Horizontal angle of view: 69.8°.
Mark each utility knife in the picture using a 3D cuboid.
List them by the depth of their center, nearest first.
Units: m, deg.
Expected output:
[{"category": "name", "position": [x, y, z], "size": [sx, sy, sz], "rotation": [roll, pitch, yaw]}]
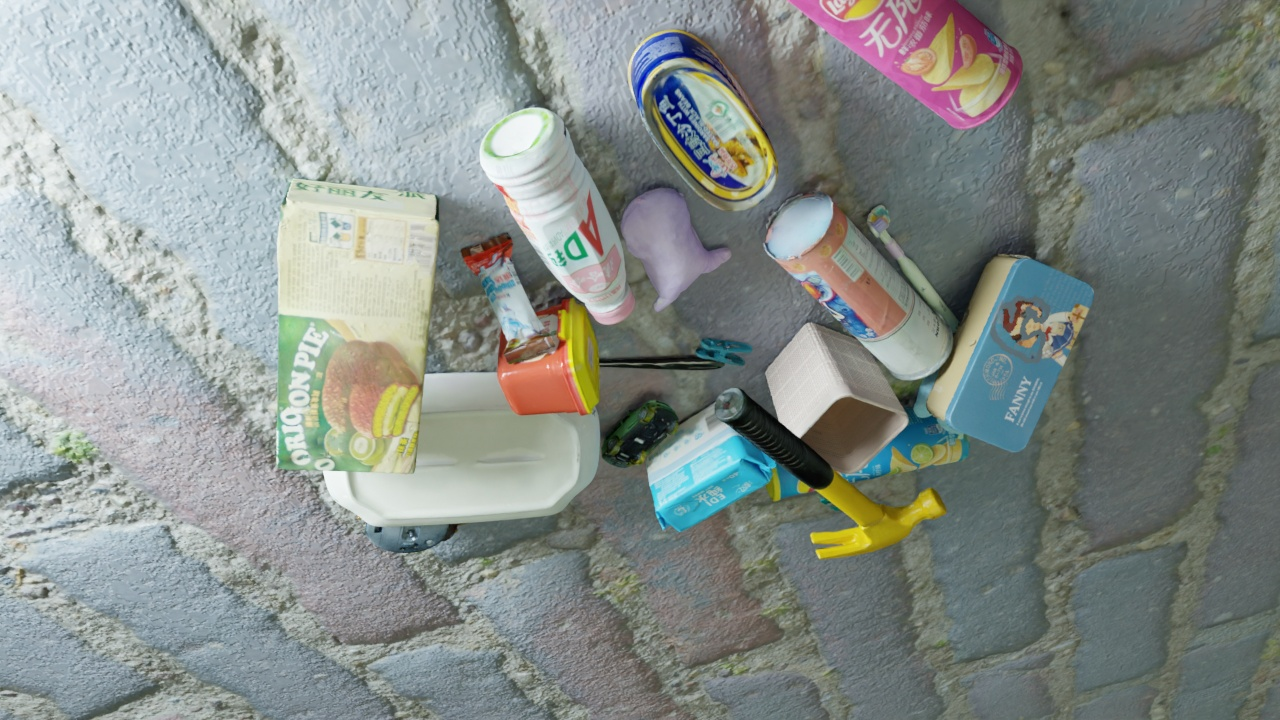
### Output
[{"category": "utility knife", "position": [0.212, 0.153, 1.005], "size": [0.029, 0.013, 0.215], "rotation": [-27, 160, 12]}]

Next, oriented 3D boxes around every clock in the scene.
[{"category": "clock", "position": [-0.228, 0.156, 0.949], "size": [0.121, 0.055, 0.082], "rotation": [6, 130, -19]}]

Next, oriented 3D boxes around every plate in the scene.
[{"category": "plate", "position": [-0.167, 0.092, 0.874], "size": [0.265, 0.034, 0.162], "rotation": [-1, 111, -12]}]

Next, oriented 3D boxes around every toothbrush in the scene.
[{"category": "toothbrush", "position": [0.259, -0.078, 0.854], "size": [0.020, 0.029, 0.189], "rotation": [7, 155, 45]}, {"category": "toothbrush", "position": [-0.005, 0.005, 0.880], "size": [0.181, 0.018, 0.016], "rotation": [-1, 130, -13]}]

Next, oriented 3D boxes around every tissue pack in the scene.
[{"category": "tissue pack", "position": [0.069, 0.108, 0.941], "size": [0.140, 0.089, 0.063], "rotation": [-35, 131, 20]}]

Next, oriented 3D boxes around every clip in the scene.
[{"category": "clip", "position": [0.081, -0.009, 0.885], "size": [0.056, 0.014, 0.043], "rotation": [10, 130, -23]}]

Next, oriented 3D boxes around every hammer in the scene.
[{"category": "hammer", "position": [0.165, 0.107, 0.845], "size": [0.129, 0.032, 0.300], "rotation": [-35, 132, 21]}]

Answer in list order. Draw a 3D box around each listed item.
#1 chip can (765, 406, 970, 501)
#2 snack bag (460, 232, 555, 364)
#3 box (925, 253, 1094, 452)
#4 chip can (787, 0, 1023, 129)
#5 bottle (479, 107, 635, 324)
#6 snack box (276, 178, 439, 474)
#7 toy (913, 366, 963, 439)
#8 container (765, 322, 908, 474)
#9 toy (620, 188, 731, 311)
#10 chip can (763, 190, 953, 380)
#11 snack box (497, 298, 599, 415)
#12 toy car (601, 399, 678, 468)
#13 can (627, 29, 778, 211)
[{"category": "chip can", "position": [0.235, 0.095, 0.978], "size": [0.210, 0.071, 0.071], "rotation": [-11, 135, -2]}, {"category": "snack bag", "position": [-0.110, -0.052, 0.765], "size": [0.048, 0.104, 0.026], "rotation": [-21, 176, 9]}, {"category": "box", "position": [0.337, -0.003, 0.852], "size": [0.089, 0.061, 0.184], "rotation": [19, 95, -11]}, {"category": "chip can", "position": [0.176, -0.240, 0.642], "size": [0.210, 0.071, 0.072], "rotation": [23, 125, -30]}, {"category": "bottle", "position": [-0.055, -0.105, 0.730], "size": [0.068, 0.068, 0.197], "rotation": [-21, 137, 8]}, {"category": "snack box", "position": [-0.229, -0.020, 0.740], "size": [0.114, 0.063, 0.241], "rotation": [4, 120, -15]}, {"category": "toy", "position": [0.344, 0.007, 0.912], "size": [0.161, 0.050, 0.156], "rotation": [-11, 110, -13]}, {"category": "container", "position": [0.182, 0.033, 0.878], "size": [0.089, 0.110, 0.090], "rotation": [18, 127, -26]}, {"category": "toy", "position": [0.025, -0.099, 0.770], "size": [0.084, 0.039, 0.108], "rotation": [-36, 129, -1]}, {"category": "chip can", "position": [0.198, -0.062, 0.819], "size": [0.071, 0.071, 0.214], "rotation": [-36, 130, 22]}, {"category": "snack box", "position": [-0.082, 0.000, 0.808], "size": [0.080, 0.091, 0.082], "rotation": [-9, 135, 7]}, {"category": "toy car", "position": [-0.002, 0.073, 0.930], "size": [0.043, 0.036, 0.091], "rotation": [29, 123, -32]}, {"category": "can", "position": [0.049, -0.177, 0.692], "size": [0.075, 0.049, 0.148], "rotation": [-31, 132, 18]}]
